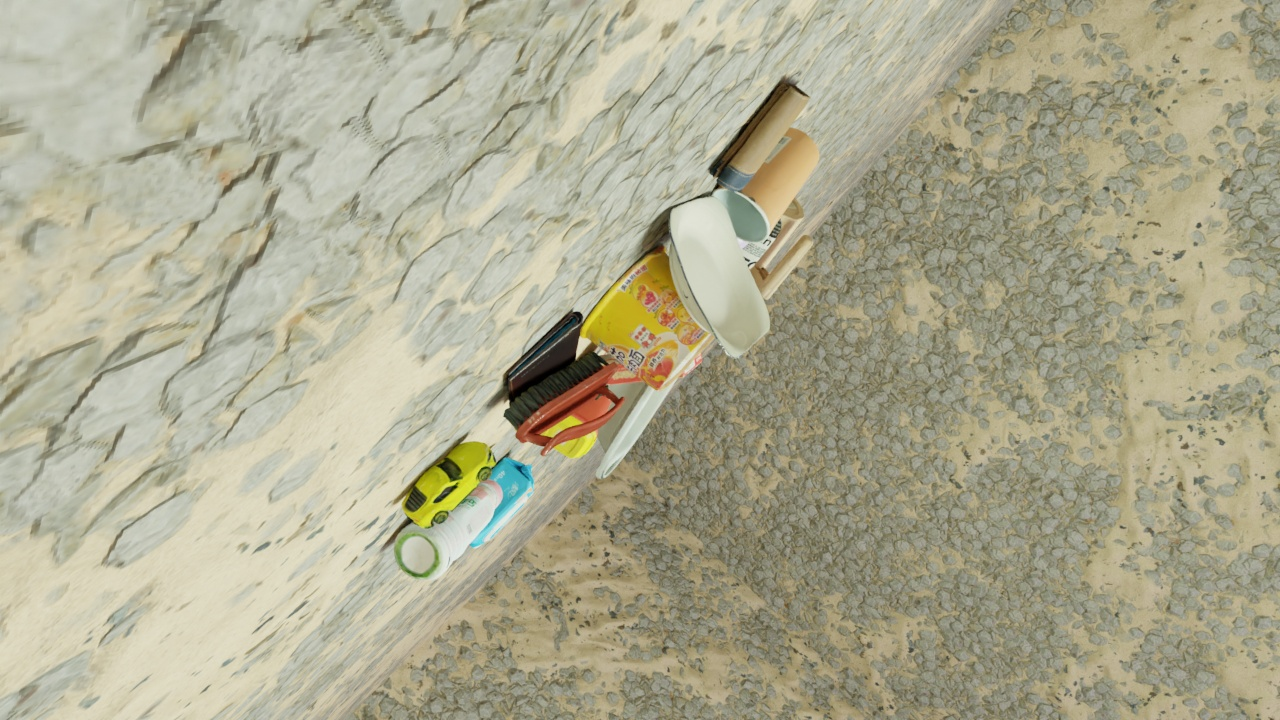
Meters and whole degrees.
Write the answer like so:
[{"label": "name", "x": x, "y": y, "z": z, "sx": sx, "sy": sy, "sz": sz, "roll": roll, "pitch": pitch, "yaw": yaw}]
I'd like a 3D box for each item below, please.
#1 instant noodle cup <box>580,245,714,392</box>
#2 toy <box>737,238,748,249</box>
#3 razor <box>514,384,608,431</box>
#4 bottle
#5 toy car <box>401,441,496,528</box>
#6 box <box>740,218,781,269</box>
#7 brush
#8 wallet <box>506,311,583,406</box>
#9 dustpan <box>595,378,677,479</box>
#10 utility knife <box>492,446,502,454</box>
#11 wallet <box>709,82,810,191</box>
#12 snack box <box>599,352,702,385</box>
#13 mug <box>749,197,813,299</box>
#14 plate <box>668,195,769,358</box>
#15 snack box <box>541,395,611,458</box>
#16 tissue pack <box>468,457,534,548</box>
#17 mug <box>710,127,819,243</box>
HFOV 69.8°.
[{"label": "instant noodle cup", "x": 0.018, "y": -0.039, "z": 1.013, "sx": 0.138, "sy": 0.110, "sz": 0.138, "roll": -46, "pitch": 173, "yaw": -7}, {"label": "toy", "x": 0.091, "y": -0.142, "z": 1.103, "sx": 0.108, "sy": 0.083, "sz": 0.038, "roll": -40, "pitch": -141, "yaw": 38}, {"label": "razor", "x": -0.101, "y": 0.055, "z": 1.139, "sx": 0.132, "sy": 0.028, "sz": 0.043, "roll": -24, "pitch": 177, "yaw": -29}, {"label": "bottle", "x": -0.221, "y": 0.195, "z": 1.106, "sx": 0.068, "sy": 0.068, "sz": 0.196, "roll": -49, "pitch": 177, "yaw": 20}, {"label": "toy car", "x": -0.191, "y": 0.118, "z": 0.910, "sx": 0.105, "sy": 0.048, "sz": 0.032, "roll": -44, "pitch": 141, "yaw": -20}, {"label": "box", "x": 0.108, "y": -0.154, "z": 1.172, "sx": 0.163, "sy": 0.076, "sz": 0.087, "roll": -51, "pitch": -154, "yaw": 37}, {"label": "brush", "x": -0.075, "y": 0.049, "z": 0.944, "sx": 0.145, "sy": 0.069, "sz": 0.063, "roll": -32, "pitch": 164, "yaw": -50}, {"label": "wallet", "x": -0.098, "y": 0.003, "z": 0.924, "sx": 0.096, "sy": 0.020, "sz": 0.122, "roll": -45, "pitch": 172, "yaw": -17}, {"label": "dustpan", "x": 0.016, "y": 0.068, "z": 1.436, "sx": 0.258, "sy": 0.142, "sz": 0.222, "roll": -28, "pitch": 180, "yaw": 17}, {"label": "utility knife", "x": -0.197, "y": 0.124, "z": 1.026, "sx": 0.034, "sy": 0.018, "sz": 0.191, "roll": -44, "pitch": 177, "yaw": 17}, {"label": "wallet", "x": 0.121, "y": -0.221, "z": 0.911, "sx": 0.115, "sy": 0.033, "sz": 0.090, "roll": -50, "pitch": 176, "yaw": 22}, {"label": "snack box", "x": -0.007, "y": 0.007, "z": 1.130, "sx": 0.153, "sy": 0.025, "sz": 0.075, "roll": -7, "pitch": -169, "yaw": 23}, {"label": "mug", "x": 0.164, "y": -0.161, "z": 1.211, "sx": 0.084, "sy": 0.124, "sz": 0.104, "roll": -1, "pitch": 140, "yaw": -41}, {"label": "plate", "x": 0.074, "y": -0.085, "z": 0.951, "sx": 0.034, "sy": 0.164, "sz": 0.163, "roll": -21, "pitch": -174, "yaw": 29}, {"label": "snack box", "x": -0.087, "y": 0.072, "z": 1.214, "sx": 0.079, "sy": 0.082, "sz": 0.091, "roll": -59, "pitch": -177, "yaw": -33}, {"label": "tissue pack", "x": -0.202, "y": 0.197, "z": 1.265, "sx": 0.139, "sy": 0.063, "sz": 0.090, "roll": -45, "pitch": 174, "yaw": -15}, {"label": "mug", "x": 0.143, "y": -0.201, "z": 1.026, "sx": 0.122, "sy": 0.078, "sz": 0.078, "roll": -51, "pitch": 176, "yaw": -21}]
